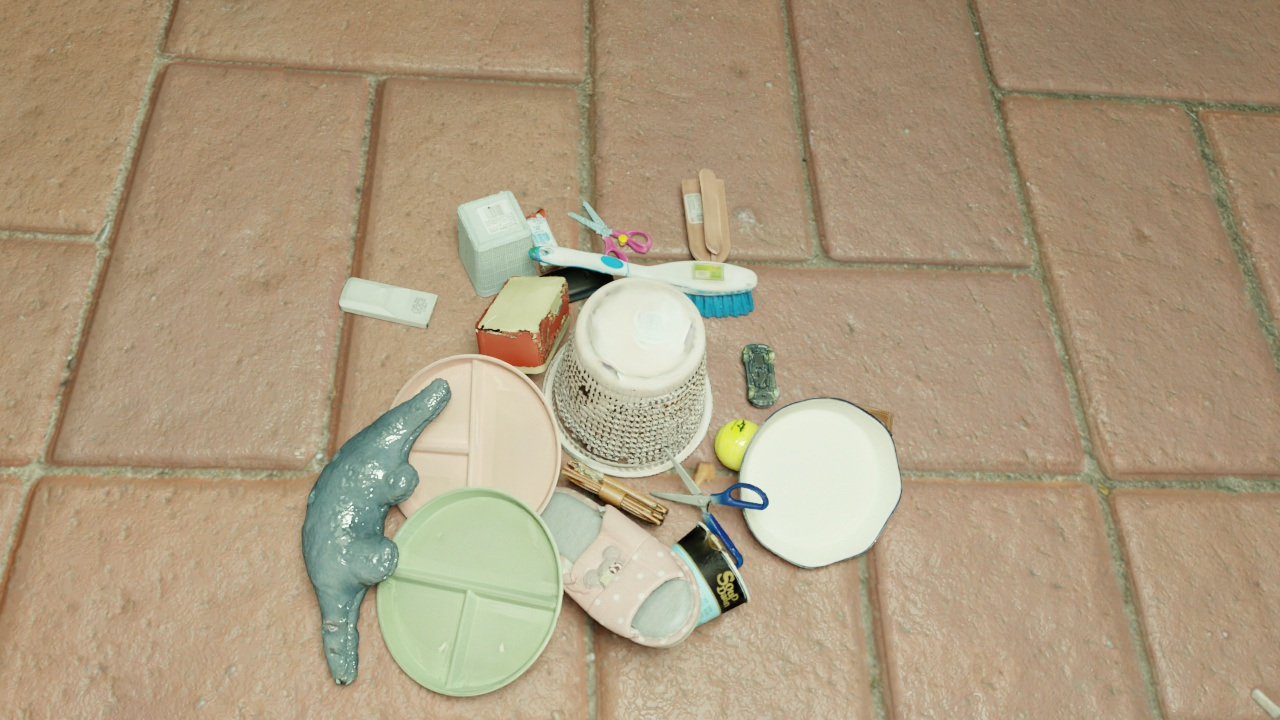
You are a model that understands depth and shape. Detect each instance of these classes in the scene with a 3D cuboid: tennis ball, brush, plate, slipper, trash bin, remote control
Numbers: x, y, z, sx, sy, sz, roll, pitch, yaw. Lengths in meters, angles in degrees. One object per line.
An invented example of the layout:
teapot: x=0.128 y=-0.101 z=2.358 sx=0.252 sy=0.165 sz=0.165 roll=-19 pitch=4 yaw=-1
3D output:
tennis ball: x=0.126 y=0.107 z=1.161 sx=0.065 sy=0.066 sz=0.065 roll=2 pitch=63 yaw=-5
brush: x=0.095 y=-0.198 z=1.308 sx=0.063 sy=0.073 sz=0.145 roll=-1 pitch=65 yaw=-7
plate: x=0.215 y=0.146 z=1.120 sx=0.204 sy=0.045 sz=0.205 roll=0 pitch=92 yaw=-9
slipper: x=-0.042 y=0.221 z=1.034 sx=0.114 sy=0.054 sz=0.274 roll=-47 pitch=49 yaw=-14
plate: x=-0.200 y=0.108 z=1.095 sx=0.230 sy=0.028 sz=0.229 roll=0 pitch=89 yaw=14
trash bin: x=-0.007 y=0.007 z=1.129 sx=0.227 sy=0.192 sz=0.227 roll=2 pitch=63 yaw=-5
plate: x=-0.191 y=0.257 z=1.034 sx=0.230 sy=0.027 sz=0.230 roll=-5 pitch=72 yaw=15
brush: x=0.007 y=-0.111 z=1.235 sx=0.314 sy=0.110 sz=0.060 roll=3 pitch=66 yaw=-4
remote control: x=-0.339 y=-0.079 z=1.233 sx=0.125 sy=0.024 sz=0.049 roll=12 pitch=63 yaw=0
remote control: x=-0.103 y=-0.105 z=1.268 sx=0.136 sy=0.024 sz=0.053 roll=-19 pitch=69 yaw=-13

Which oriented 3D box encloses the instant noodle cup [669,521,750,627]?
instant noodle cup: x=0.046 y=0.263 z=1.059 sx=0.120 sy=0.111 sz=0.111 roll=-30 pitch=70 yaw=-11

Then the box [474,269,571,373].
box: x=-0.144 y=-0.056 z=1.161 sx=0.091 sy=0.077 sz=0.168 roll=2 pitch=28 yaw=9

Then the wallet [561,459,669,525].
wallet: x=-0.029 y=0.159 z=1.099 sx=0.132 sy=0.108 sz=0.031 roll=25 pitch=83 yaw=7

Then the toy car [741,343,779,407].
toy car: x=0.158 y=0.021 z=1.226 sx=0.043 sy=0.034 sz=0.090 roll=-2 pitch=66 yaw=-10

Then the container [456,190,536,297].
container: x=-0.195 y=-0.159 z=1.238 sx=0.090 sy=0.112 sz=0.090 roll=-21 pitch=68 yaw=-16

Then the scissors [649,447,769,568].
scissors: x=0.084 y=0.175 z=1.104 sx=0.012 sy=0.163 sz=0.176 roll=-31 pitch=94 yaw=-48

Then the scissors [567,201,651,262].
scissors: x=-0.055 y=-0.177 z=1.317 sx=0.137 sy=0.017 sz=0.093 roll=28 pitch=71 yaw=13

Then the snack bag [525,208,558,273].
snack bag: x=-0.139 y=-0.171 z=1.297 sx=0.048 sy=0.026 sz=0.104 roll=-26 pitch=69 yaw=-10

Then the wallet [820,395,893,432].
wallet: x=0.271 y=0.111 z=1.195 sx=0.101 sy=0.032 sz=0.124 roll=14 pitch=62 yaw=5

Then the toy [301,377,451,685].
toy: x=-0.320 y=0.182 z=1.053 sx=0.138 sy=0.091 sz=0.355 roll=10 pitch=77 yaw=19
